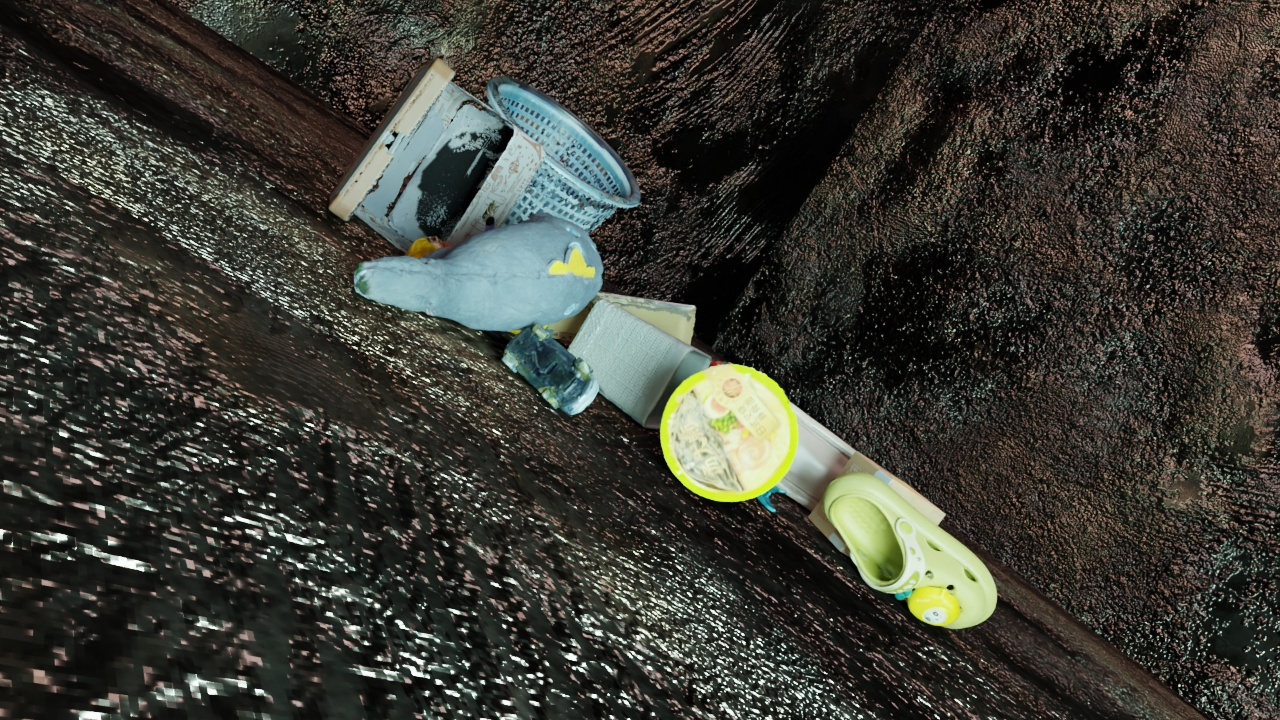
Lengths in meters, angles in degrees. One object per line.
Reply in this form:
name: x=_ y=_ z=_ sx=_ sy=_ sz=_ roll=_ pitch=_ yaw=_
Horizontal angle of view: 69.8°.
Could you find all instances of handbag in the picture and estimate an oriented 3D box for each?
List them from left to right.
handbag: x=0.180 y=0.112 z=1.176 sx=0.193 sy=0.093 sz=0.234 roll=36 pitch=-1 yaw=6

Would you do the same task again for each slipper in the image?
slipper: x=0.243 y=0.191 z=0.867 sx=0.190 sy=0.092 sz=0.081 roll=44 pitch=46 yaw=5

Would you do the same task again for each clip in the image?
clip: x=0.125 y=0.132 z=0.918 sx=0.014 sy=0.040 sz=0.056 roll=33 pitch=-2 yaw=-23

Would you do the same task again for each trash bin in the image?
trash bin: x=-0.145 y=-0.201 z=1.137 sx=0.226 sy=0.195 sz=0.226 roll=34 pitch=25 yaw=-18

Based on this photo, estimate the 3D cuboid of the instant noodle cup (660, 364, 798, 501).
instant noodle cup: x=0.078 y=0.065 z=0.803 sx=0.112 sy=0.111 sz=0.123 roll=35 pitch=-2 yaw=9

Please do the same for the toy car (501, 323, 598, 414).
toy car: x=-0.070 y=0.007 z=0.721 sx=0.090 sy=0.043 sz=0.034 roll=37 pitch=-8 yaw=32

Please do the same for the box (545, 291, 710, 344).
box: x=-0.018 y=-0.043 z=1.021 sx=0.184 sy=0.061 sz=0.089 roll=11 pitch=6 yaw=11

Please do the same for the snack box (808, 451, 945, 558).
snack box: x=0.250 y=0.166 z=0.980 sx=0.077 sy=0.093 sz=0.094 roll=33 pitch=5 yaw=-16

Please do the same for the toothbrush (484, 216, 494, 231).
toothbrush: x=-0.155 y=-0.102 z=0.941 sx=0.016 sy=0.014 sz=0.189 roll=61 pitch=-18 yaw=11

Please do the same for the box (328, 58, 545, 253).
box: x=-0.224 y=-0.205 z=0.925 sx=0.153 sy=0.182 sz=0.177 roll=36 pitch=6 yaw=16

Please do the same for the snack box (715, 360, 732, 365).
snack box: x=0.104 y=0.041 z=1.312 sx=0.080 sy=0.082 sz=0.091 roll=17 pitch=15 yaw=-39

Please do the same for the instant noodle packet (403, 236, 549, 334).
instant noodle packet: x=-0.156 y=-0.070 z=0.889 sx=0.128 sy=0.044 sz=0.110 roll=36 pitch=10 yaw=17

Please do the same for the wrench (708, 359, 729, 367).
wrench: x=0.080 y=0.003 z=1.140 sx=0.056 sy=0.016 sz=0.273 roll=48 pitch=-4 yaw=-18

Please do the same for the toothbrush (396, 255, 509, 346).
toothbrush: x=-0.142 y=-0.032 z=0.804 sx=0.189 sy=0.016 sz=0.014 roll=37 pitch=-4 yaw=3

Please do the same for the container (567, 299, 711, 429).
container: x=-0.006 y=0.002 z=0.925 sx=0.114 sy=0.090 sz=0.090 roll=33 pitch=4 yaw=19

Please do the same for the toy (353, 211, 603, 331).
toy: x=-0.106 y=-0.081 z=0.787 sx=0.138 sy=0.091 sz=0.355 roll=20 pitch=20 yaw=13
